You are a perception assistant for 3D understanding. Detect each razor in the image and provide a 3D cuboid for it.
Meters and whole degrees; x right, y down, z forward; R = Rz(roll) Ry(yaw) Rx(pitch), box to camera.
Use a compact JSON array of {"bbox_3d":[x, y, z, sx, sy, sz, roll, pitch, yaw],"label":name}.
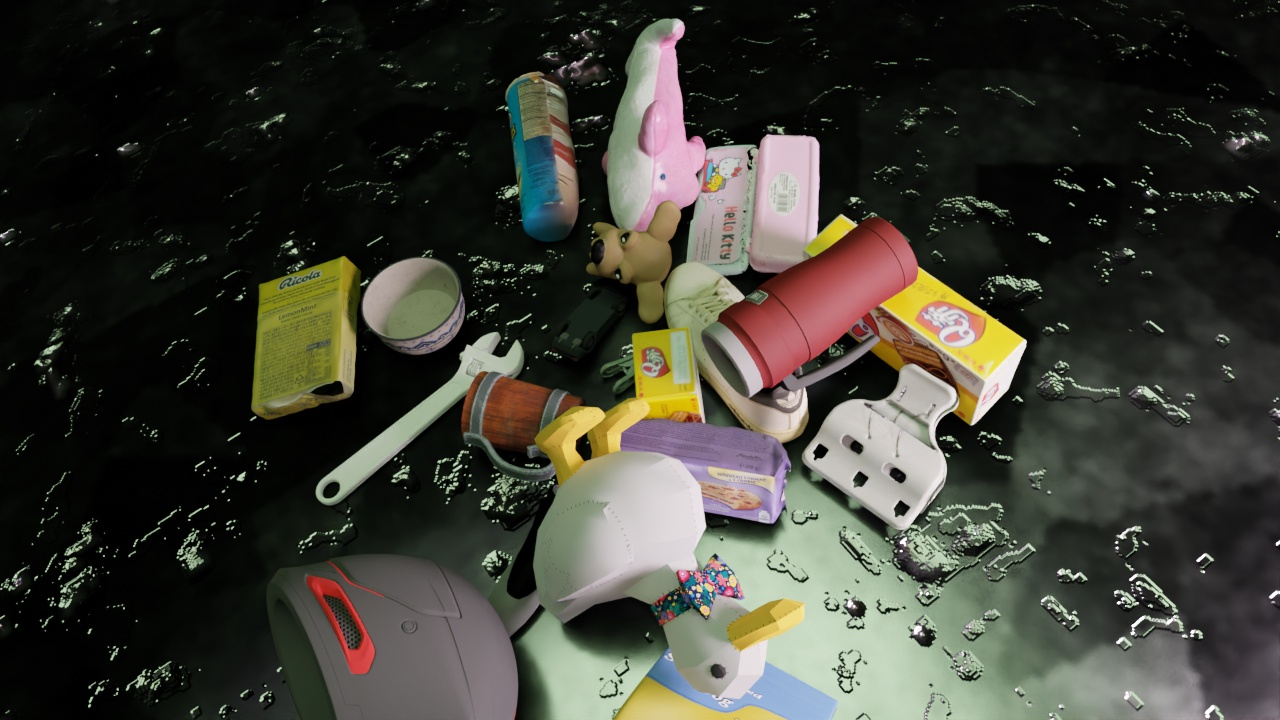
[{"bbox_3d":[-0.102,0.198,0.889,0.057,0.060,0.156,30,87,10],"label":"razor"}]

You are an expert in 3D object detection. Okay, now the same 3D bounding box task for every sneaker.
[{"bbox_3d":[0.095,-0.027,0.965,0.089,0.102,0.241,-28,60,-10],"label":"sneaker"}]

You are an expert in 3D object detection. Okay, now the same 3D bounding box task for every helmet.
[{"bbox_3d":[-0.199,0.266,0.795,0.169,0.165,0.264,-14,47,-35],"label":"helmet"}]

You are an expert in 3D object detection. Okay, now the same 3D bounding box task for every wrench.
[{"bbox_3d":[-0.241,0.063,1.009,0.273,0.018,0.066,-41,63,-15],"label":"wrench"}]

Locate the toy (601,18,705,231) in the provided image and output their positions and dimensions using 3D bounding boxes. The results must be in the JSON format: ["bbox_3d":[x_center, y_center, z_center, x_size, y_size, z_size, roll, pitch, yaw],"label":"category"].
[{"bbox_3d":[0.027,-0.272,1.107,0.127,0.187,0.265,8,82,-22],"label":"toy"}]

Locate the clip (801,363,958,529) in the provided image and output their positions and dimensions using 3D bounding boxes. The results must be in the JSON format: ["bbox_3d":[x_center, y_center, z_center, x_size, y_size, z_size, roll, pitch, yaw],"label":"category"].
[{"bbox_3d":[0.251,0.077,0.908,0.126,0.091,0.151,36,83,23],"label":"clip"}]

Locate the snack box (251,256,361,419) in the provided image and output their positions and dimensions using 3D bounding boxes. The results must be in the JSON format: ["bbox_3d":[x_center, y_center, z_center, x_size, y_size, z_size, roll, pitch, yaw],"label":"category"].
[{"bbox_3d":[-0.383,-0.024,1.056,0.121,0.045,0.180,-17,59,12],"label":"snack box"}]

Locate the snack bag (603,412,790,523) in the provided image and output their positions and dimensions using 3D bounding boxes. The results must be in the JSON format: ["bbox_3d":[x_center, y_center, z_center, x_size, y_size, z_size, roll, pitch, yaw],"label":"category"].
[{"bbox_3d":[0.044,0.100,0.902,0.205,0.096,0.058,9,55,12],"label":"snack bag"}]

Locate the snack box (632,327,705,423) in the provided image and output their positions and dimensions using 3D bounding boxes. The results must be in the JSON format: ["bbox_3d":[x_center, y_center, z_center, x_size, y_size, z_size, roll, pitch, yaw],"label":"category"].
[{"bbox_3d":[0.030,0.030,0.939,0.061,0.106,0.083,-8,58,5],"label":"snack box"}]

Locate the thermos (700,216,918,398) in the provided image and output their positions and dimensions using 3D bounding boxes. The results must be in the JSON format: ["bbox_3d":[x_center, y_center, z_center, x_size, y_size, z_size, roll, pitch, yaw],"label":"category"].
[{"bbox_3d":[0.165,-0.040,0.864,0.198,0.084,0.108,-34,97,-8],"label":"thermos"}]

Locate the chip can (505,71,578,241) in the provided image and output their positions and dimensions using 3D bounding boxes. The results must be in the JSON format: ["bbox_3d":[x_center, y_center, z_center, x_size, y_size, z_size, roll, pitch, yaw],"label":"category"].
[{"bbox_3d":[-0.121,-0.258,1.153,0.080,0.080,0.229,-11,59,1],"label":"chip can"}]

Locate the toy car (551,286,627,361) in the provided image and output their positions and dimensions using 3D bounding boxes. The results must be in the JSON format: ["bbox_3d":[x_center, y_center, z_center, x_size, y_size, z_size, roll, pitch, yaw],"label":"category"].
[{"bbox_3d":[-0.056,-0.042,1.034,0.046,0.034,0.111,24,50,17],"label":"toy car"}]

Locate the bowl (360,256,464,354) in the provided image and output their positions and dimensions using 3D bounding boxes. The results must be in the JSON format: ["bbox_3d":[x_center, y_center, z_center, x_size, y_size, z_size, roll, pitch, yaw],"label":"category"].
[{"bbox_3d":[-0.255,-0.056,1.057,0.115,0.059,0.115,-4,59,6],"label":"bowl"}]

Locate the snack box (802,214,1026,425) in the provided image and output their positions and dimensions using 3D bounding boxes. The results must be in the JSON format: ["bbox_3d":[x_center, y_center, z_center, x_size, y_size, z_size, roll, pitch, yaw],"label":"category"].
[{"bbox_3d":[0.273,-0.043,0.946,0.061,0.110,0.230,-43,63,-11],"label":"snack box"}]

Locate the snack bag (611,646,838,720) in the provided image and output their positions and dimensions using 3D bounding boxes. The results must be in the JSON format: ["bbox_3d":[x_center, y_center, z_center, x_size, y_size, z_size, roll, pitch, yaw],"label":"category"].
[{"bbox_3d":[0.057,0.330,0.768,0.159,0.102,0.204,24,48,20],"label":"snack bag"}]

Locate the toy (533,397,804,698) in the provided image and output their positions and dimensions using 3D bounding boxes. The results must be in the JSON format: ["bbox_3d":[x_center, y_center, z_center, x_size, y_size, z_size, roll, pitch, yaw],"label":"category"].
[{"bbox_3d":[0.000,0.168,0.786,0.247,0.140,0.267,-31,76,32],"label":"toy"}]

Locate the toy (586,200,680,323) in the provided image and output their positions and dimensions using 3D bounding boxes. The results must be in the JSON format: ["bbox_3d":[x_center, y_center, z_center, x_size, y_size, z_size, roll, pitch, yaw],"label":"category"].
[{"bbox_3d":[-0.012,-0.118,1.029,0.105,0.134,0.108,6,11,-23],"label":"toy"}]

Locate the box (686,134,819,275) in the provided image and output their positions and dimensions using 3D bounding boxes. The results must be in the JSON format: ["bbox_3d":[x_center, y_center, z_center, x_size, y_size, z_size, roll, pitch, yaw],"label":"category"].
[{"bbox_3d":[0.136,-0.187,1.092,0.155,0.045,0.200,2,59,10],"label":"box"}]

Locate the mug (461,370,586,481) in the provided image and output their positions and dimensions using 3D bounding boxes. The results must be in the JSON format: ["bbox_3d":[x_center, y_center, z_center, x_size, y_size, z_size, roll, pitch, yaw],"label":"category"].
[{"bbox_3d":[-0.124,0.072,0.945,0.111,0.082,0.117,11,43,10],"label":"mug"}]

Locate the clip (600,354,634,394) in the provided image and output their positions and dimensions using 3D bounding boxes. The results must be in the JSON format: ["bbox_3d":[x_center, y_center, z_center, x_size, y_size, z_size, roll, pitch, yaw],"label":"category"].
[{"bbox_3d":[-0.006,0.006,1.008,0.074,0.023,0.035,-29,59,-12],"label":"clip"}]
